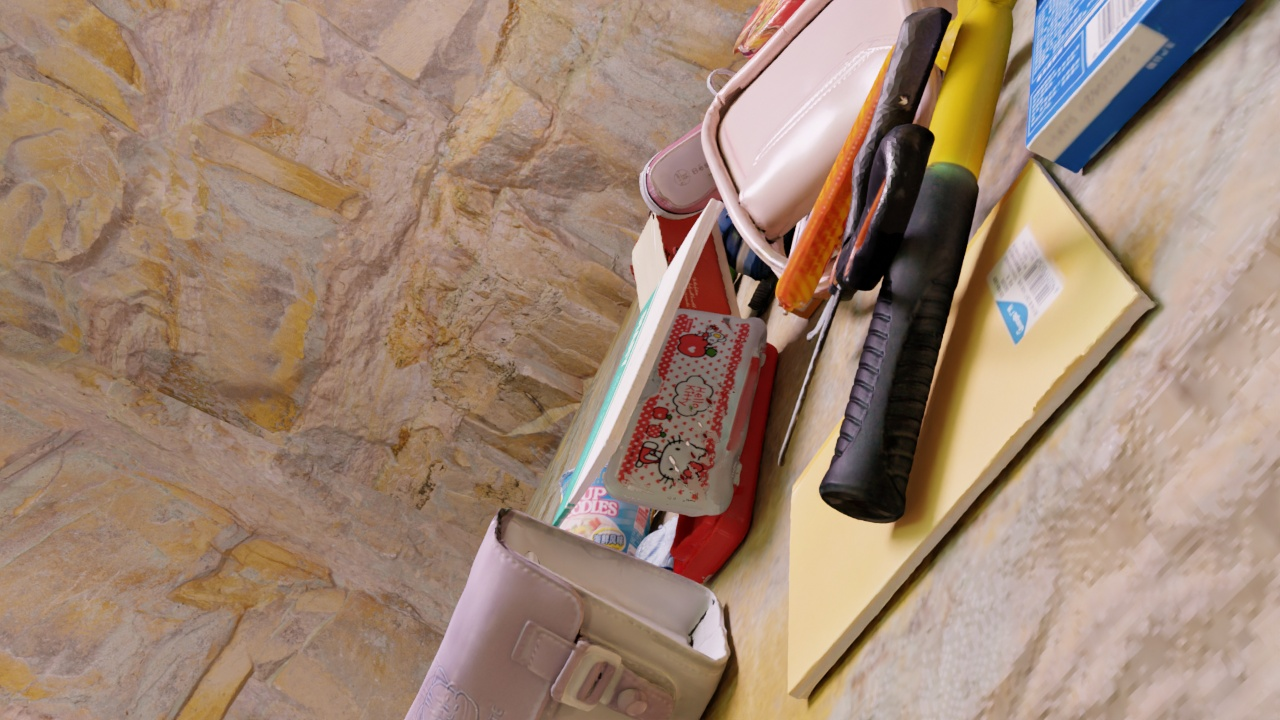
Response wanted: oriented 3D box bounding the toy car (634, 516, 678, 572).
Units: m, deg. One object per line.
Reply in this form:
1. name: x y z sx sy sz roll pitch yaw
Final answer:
1. toy car: 0.012 0.153 0.699 0.106 0.031 0.048 -56 10 51

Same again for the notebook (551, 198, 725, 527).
1. notebook: -0.004 0.004 0.630 0.208 0.012 0.151 -67 6 -35

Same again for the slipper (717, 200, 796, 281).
1. slipper: 0.100 -0.143 0.914 0.252 0.095 0.105 -82 15 -82

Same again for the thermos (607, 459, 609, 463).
1. thermos: 0.005 0.071 0.991 0.070 0.070 0.219 -58 8 51

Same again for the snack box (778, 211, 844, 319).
1. snack box: 0.141 -0.107 0.681 0.075 0.026 0.153 -58 9 47

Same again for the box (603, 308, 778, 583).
1. box: 0.034 0.042 0.636 0.096 0.100 0.200 -59 7 40

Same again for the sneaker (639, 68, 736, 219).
1. sneaker: 0.109 -0.201 0.785 0.240 0.118 0.088 -33 7 -12

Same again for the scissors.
1. scissors: 0.099 -0.060 0.424 0.233 0.022 0.220 74 -145 -79

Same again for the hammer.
1. hammer: 0.131 -0.075 0.394 0.129 0.033 0.300 90 -160 -67

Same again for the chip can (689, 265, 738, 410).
1. chip can: 0.047 -0.026 0.984 0.072 0.072 0.235 121 172 -48

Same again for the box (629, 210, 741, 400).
1. box: 0.032 -0.050 0.821 0.092 0.077 0.168 120 146 -56

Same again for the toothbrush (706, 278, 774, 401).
1. toothbrush: 0.077 0.003 0.859 0.190 0.016 0.014 -63 0 28

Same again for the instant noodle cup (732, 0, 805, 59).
1. instant noodle cup: 0.157 -0.262 0.709 0.138 0.108 0.137 -51 13 16

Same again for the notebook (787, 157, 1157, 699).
1. notebook: 0.116 0.026 0.383 0.207 0.010 0.145 -61 6 29

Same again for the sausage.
1. sausage: 0.113 -0.098 0.499 0.021 0.021 0.165 -79 13 -71

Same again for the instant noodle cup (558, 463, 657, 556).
1. instant noodle cup: -0.036 0.166 0.828 0.099 0.099 0.109 121 165 -46

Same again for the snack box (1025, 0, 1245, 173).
1. snack box: 0.195 -0.155 0.369 0.085 0.026 0.156 120 174 -53

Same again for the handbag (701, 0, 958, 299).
1. handbag: 0.129 -0.137 0.581 0.194 0.093 0.233 -43 30 36

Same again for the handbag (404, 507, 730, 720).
1. handbag: -0.056 0.201 0.514 0.098 0.145 0.197 -75 11 -78
